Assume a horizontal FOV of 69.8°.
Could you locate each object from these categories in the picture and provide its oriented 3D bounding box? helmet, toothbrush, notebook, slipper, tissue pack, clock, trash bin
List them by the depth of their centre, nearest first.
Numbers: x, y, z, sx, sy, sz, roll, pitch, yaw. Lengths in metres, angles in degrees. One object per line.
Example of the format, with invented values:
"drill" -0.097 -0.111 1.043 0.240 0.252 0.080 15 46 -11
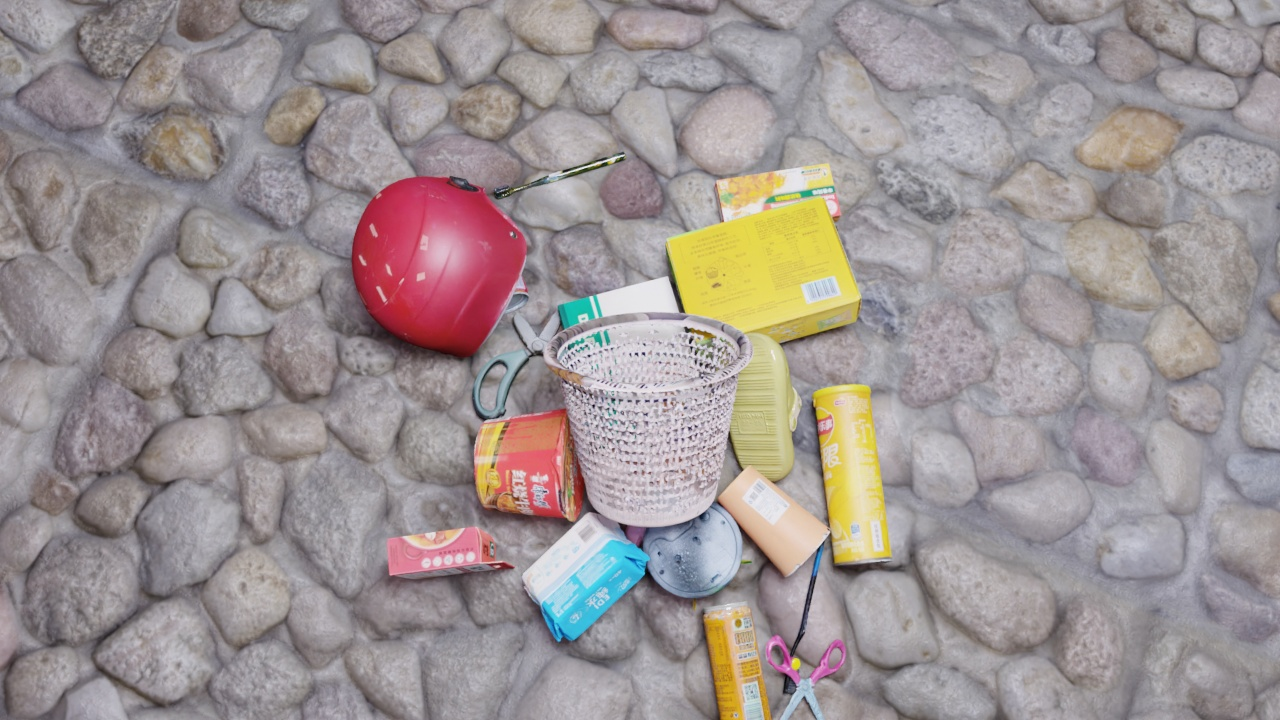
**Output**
"trash bin" 0.011 0.070 1.030 0.227 0.227 0.192 -2 112 -1
"tissue pack" -0.064 0.251 1.069 0.140 0.063 0.090 -43 45 -5
"toothbrush" 0.199 0.304 1.098 0.016 0.014 0.189 17 75 3
"clock" 0.049 0.209 1.099 0.117 0.060 0.158 -37 80 -8
"helmet" -0.269 -0.126 1.105 0.240 0.143 0.207 44 111 25
"slipper" 0.150 0.053 1.120 0.092 0.081 0.191 1 109 32
"notebook" -0.007 0.007 1.161 0.150 0.012 0.209 -16 76 -6
"toothbrush" -0.108 -0.252 1.238 0.185 0.017 0.012 -18 69 -5

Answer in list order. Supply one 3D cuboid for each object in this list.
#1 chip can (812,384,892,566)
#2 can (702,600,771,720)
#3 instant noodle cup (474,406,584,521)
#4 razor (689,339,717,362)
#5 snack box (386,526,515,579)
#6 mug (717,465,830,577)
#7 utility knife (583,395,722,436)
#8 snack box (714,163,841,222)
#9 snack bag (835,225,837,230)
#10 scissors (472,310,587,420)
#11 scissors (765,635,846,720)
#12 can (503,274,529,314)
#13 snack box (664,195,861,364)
"chip can" 0.257 0.139 1.111 0.072 0.072 0.213 -5 75 -2
"can" 0.111 0.356 1.061 0.058 0.058 0.146 -9 76 -3
"instant noodle cup" -0.130 0.121 1.089 0.109 0.138 0.137 -2 75 8
"razor" 0.123 0.013 1.169 0.143 0.022 0.042 38 80 9
"snack box" -0.217 0.224 1.065 0.127 0.113 0.044 -6 74 -3
"mug" 0.155 0.187 1.093 0.123 0.078 0.078 43 79 9
"utility knife" 0.002 0.074 1.159 0.213 0.022 0.031 -12 72 1
"snack box" 0.182 -0.213 1.225 0.156 0.027 0.077 -9 77 -3
"snack bag" 0.248 -0.132 1.205 0.048 0.026 0.104 -5 75 -11
"scissors" -0.137 0.025 1.167 0.179 0.019 0.170 -37 80 -8
"scissors" 0.195 0.373 1.069 0.135 0.017 0.133 -28 93 -22
"can" -0.188 -0.112 1.176 0.066 0.066 0.093 -20 77 -6
"snack box" 0.151 -0.102 1.152 0.210 0.070 0.157 -16 66 3
